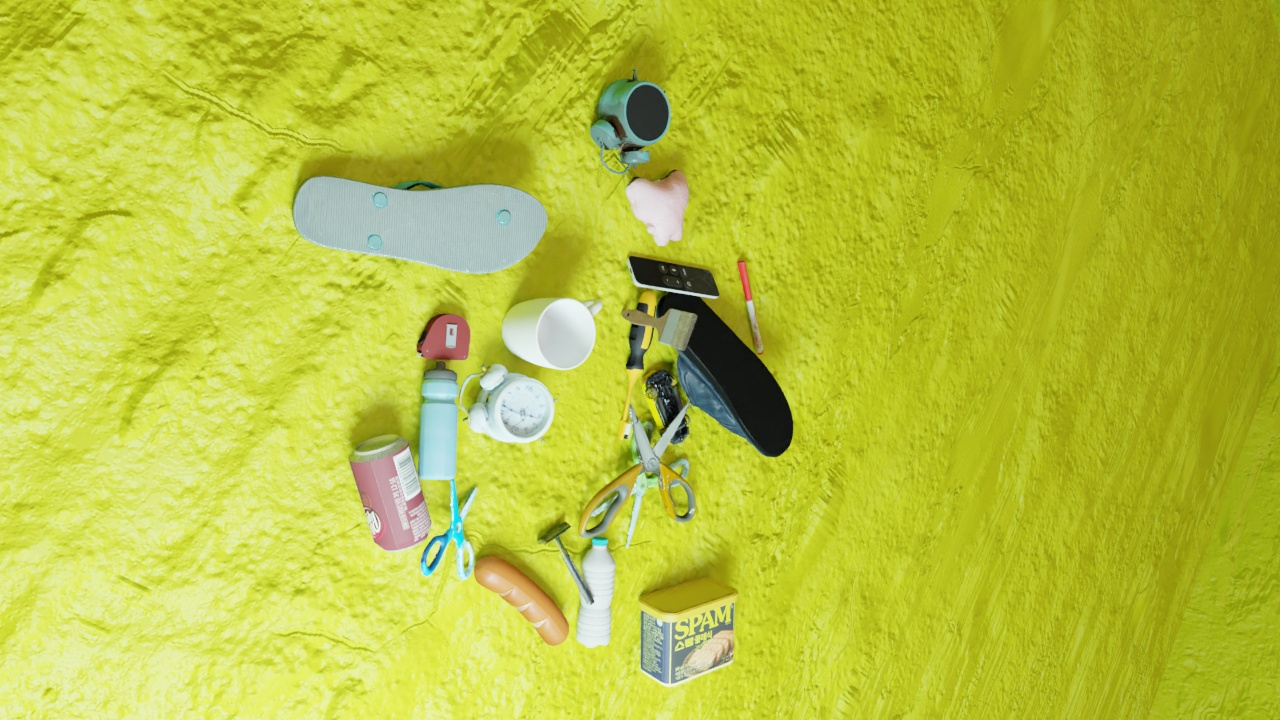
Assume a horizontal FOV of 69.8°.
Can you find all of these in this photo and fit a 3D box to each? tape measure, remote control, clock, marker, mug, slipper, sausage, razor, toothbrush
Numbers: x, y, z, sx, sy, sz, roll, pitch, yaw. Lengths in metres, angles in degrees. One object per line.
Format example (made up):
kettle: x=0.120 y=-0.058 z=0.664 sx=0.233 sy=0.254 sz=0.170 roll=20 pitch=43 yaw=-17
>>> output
tape measure: x=-0.219 y=-0.027 z=1.023 sx=0.058 sy=0.019 sz=0.051 roll=3 pitch=93 yaw=-38
remote control: x=0.045 y=-0.109 z=1.214 sx=0.146 sy=0.008 sz=0.045 roll=6 pitch=55 yaw=-38
clock: x=-0.012 y=-0.291 z=1.135 sx=0.090 sy=0.053 sz=0.124 roll=25 pitch=83 yaw=-37
marker: x=0.159 y=-0.075 z=1.320 sx=0.012 sy=0.013 sz=0.142 roll=-26 pitch=111 yaw=-33
mug: x=-0.098 y=-0.042 z=1.072 sx=0.114 sy=0.088 sz=0.081 roll=-37 pitch=116 yaw=-29
clock: x=-0.156 y=0.051 z=1.059 sx=0.117 sy=0.057 sz=0.083 roll=22 pitch=82 yaw=-30
slipper: x=0.101 y=0.025 z=1.247 sx=0.265 sy=0.084 sz=0.108 roll=49 pitch=46 yaw=-7
sausage: x=-0.140 y=0.288 z=1.108 sx=0.164 sy=0.039 sz=0.044 roll=51 pitch=62 yaw=-30
razor: x=-0.085 y=0.257 z=1.140 sx=0.042 sy=0.026 sz=0.106 roll=-31 pitch=96 yaw=-34
toothbrush: x=-0.007 y=0.007 z=1.190 sx=0.030 sy=0.031 sz=0.196 roll=10 pitch=93 yaw=-35
slipper: x=-0.234 y=-0.145 z=0.987 sx=0.268 sy=0.055 sz=0.098 roll=-1 pitch=98 yaw=-27

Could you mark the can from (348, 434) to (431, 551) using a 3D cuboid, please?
can: x=-0.265 y=0.141 z=0.977 sx=0.063 sy=0.063 sz=0.114 roll=-23 pitch=109 yaw=-34

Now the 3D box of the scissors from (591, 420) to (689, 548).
scissors: x=0.006 y=0.167 z=1.225 sx=0.165 sy=0.024 sz=0.171 roll=11 pitch=90 yaw=-44

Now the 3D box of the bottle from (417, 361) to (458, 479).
bottle: x=-0.221 y=0.065 z=1.008 sx=0.040 sy=0.040 sz=0.130 roll=7 pitch=79 yaw=-39

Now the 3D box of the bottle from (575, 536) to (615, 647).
bottle: x=-0.056 y=0.294 z=1.172 sx=0.044 sy=0.044 sz=0.136 roll=2 pitch=94 yaw=-38

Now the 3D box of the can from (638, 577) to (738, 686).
can: x=0.066 y=0.371 z=1.258 sx=0.135 sy=0.075 sz=0.104 roll=-6 pitch=101 yaw=-38

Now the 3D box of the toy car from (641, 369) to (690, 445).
toy car: x=0.034 y=0.063 z=1.224 sx=0.049 sy=0.030 sz=0.107 roll=-31 pitch=107 yaw=-39

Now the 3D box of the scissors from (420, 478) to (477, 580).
scissors: x=-0.211 y=0.198 z=1.024 sx=0.139 sy=0.011 sz=0.134 roll=-44 pitch=138 yaw=-64

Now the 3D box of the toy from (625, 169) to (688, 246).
toy: x=0.029 y=-0.197 z=1.179 sx=0.102 sy=0.050 sz=0.093 roll=-23 pitch=106 yaw=-38

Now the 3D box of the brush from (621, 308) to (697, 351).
brush: x=0.017 y=-0.048 z=1.128 sx=0.008 sy=0.143 sz=0.045 roll=19 pitch=91 yaw=-37

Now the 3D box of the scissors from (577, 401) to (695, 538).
scissors: x=0.003 y=0.156 z=1.192 sx=0.229 sy=0.016 sz=0.225 roll=-38 pitch=127 yaw=-21
